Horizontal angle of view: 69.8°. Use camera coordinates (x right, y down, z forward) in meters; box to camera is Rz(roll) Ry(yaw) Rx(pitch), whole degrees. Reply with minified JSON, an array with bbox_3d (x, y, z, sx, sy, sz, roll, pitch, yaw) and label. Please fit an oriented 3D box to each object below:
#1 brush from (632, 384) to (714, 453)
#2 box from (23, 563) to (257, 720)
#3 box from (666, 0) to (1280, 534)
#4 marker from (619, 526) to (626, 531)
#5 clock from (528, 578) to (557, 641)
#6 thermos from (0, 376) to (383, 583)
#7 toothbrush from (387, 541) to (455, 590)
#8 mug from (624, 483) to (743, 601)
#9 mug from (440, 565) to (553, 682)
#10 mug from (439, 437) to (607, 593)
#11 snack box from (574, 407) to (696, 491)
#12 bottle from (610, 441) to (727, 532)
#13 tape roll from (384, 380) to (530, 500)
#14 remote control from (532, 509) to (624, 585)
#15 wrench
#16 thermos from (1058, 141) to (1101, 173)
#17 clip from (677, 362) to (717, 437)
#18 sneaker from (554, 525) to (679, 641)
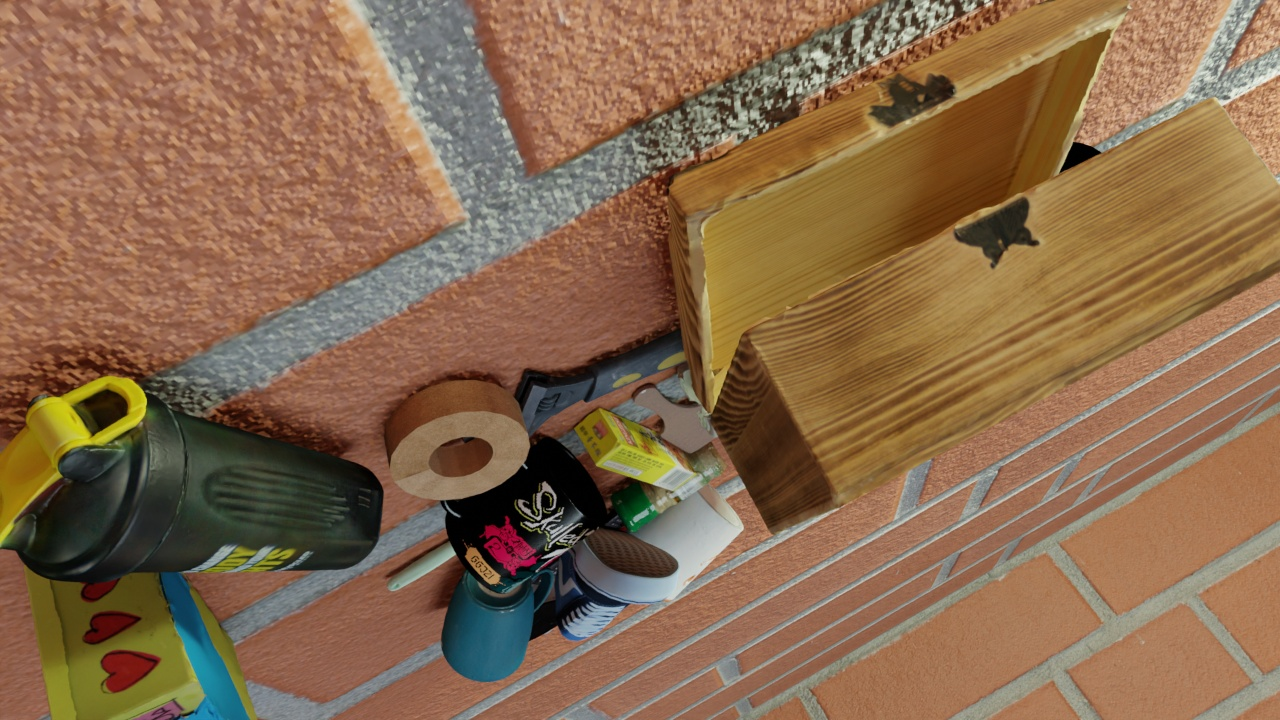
[{"bbox_3d":[0.030,0.045,0.790,0.050,0.015,0.135,-38,145,12],"label":"brush"},{"bbox_3d":[-0.319,0.211,0.606,0.079,0.124,0.221,-22,152,-21],"label":"box"},{"bbox_3d":[0.170,-0.041,0.564,0.279,0.192,0.251,-28,166,-7],"label":"box"},{"bbox_3d":[0.008,0.172,0.968,0.142,0.012,0.013,-16,148,-27],"label":"marker"},{"bbox_3d":[-0.114,0.266,0.978,0.095,0.035,0.122,-44,150,22],"label":"clock"},{"bbox_3d":[-0.236,0.074,0.504,0.098,0.098,0.220,-37,155,11],"label":"thermos"},{"bbox_3d":[-0.150,0.154,0.786,0.155,0.015,0.022,-31,117,-1],"label":"toothbrush"},{"bbox_3d":[0.038,0.175,0.916,0.105,0.082,0.082,-46,149,8],"label":"mug"},{"bbox_3d":[-0.129,0.230,0.864,0.111,0.084,0.104,-25,145,-39],"label":"mug"},{"bbox_3d":[-0.099,0.111,0.712,0.098,0.081,0.118,-37,124,10],"label":"mug"},{"bbox_3d":[-0.001,0.078,0.782,0.029,0.040,0.148,-39,151,13],"label":"snack box"},{"bbox_3d":[0.027,0.116,0.866,0.111,0.043,0.043,-33,152,1],"label":"bottle"},{"bbox_3d":[-0.124,0.055,0.620,0.094,0.027,0.094,-13,140,-12],"label":"tape roll"},{"bbox_3d":[-0.055,0.180,0.917,0.136,0.015,0.032,-39,151,9],"label":"remote control"},{"bbox_3d":[-0.004,0.004,0.681,0.273,0.022,0.073,-22,149,-15],"label":"wrench"},{"bbox_3d":[0.363,-0.116,0.773,0.086,0.086,0.198,-40,150,16],"label":"thermos"},{"bbox_3d":[0.092,0.004,0.749,0.126,0.101,0.152,-24,-178,-8],"label":"clip"},{"bbox_3d":[-0.028,0.199,0.776,0.083,0.098,0.241,14,174,-11],"label":"sneaker"}]
